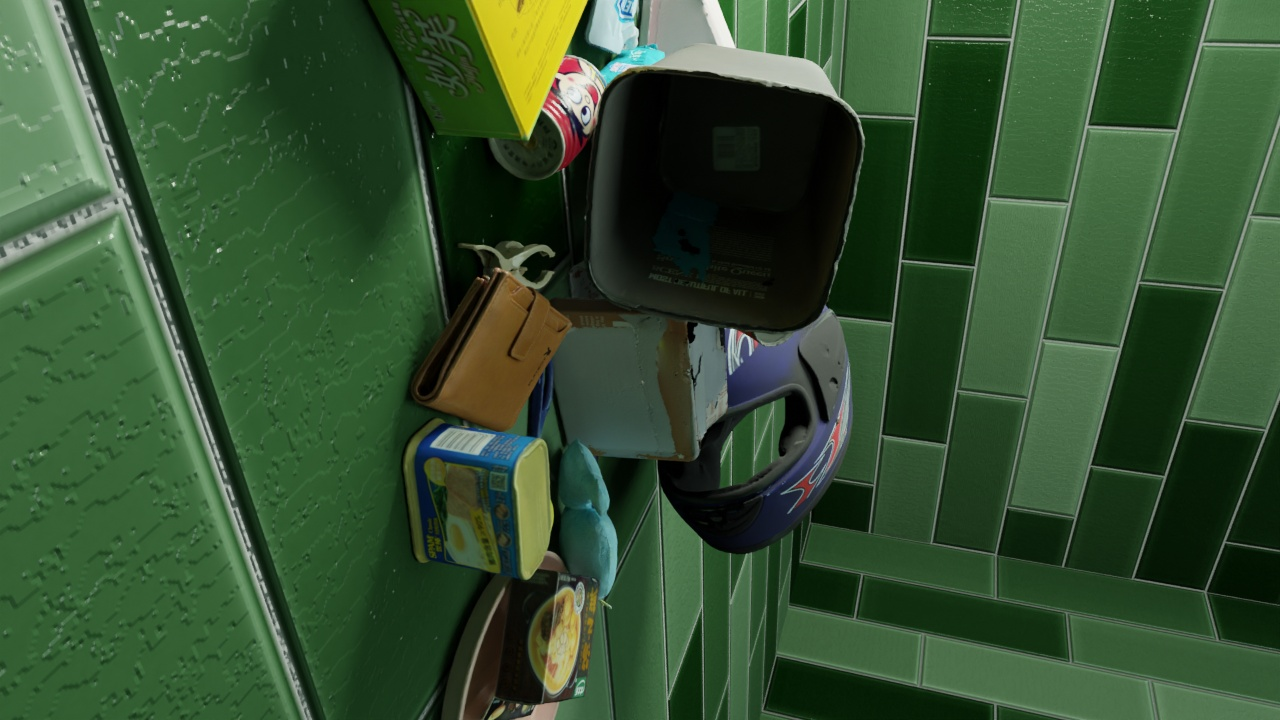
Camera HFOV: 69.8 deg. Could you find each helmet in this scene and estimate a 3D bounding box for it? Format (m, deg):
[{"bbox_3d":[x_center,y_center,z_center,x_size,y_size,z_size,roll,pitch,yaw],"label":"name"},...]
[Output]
[{"bbox_3d":[0.106,0.031,1.058,0.240,0.248,0.314,53,43,-27],"label":"helmet"}]

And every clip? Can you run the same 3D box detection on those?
[{"bbox_3d":[-0.101,-0.067,0.684,0.099,0.035,0.070,-28,125,-64],"label":"clip"}]

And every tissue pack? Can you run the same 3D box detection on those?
[{"bbox_3d":[-0.008,-0.240,0.883,0.133,0.050,0.093,-63,153,-49],"label":"tissue pack"}]

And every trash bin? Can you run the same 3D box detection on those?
[{"bbox_3d":[0.074,-0.162,0.776,0.219,0.199,0.199,-70,169,-60],"label":"trash bin"}]

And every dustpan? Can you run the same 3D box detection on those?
[{"bbox_3d":[0.030,-0.349,1.035,0.273,0.139,0.222,71,16,8],"label":"dustpan"}]

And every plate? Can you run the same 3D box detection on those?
[{"bbox_3d":[-0.114,0.279,0.801,0.229,0.028,0.229,9,89,-72],"label":"plate"}]

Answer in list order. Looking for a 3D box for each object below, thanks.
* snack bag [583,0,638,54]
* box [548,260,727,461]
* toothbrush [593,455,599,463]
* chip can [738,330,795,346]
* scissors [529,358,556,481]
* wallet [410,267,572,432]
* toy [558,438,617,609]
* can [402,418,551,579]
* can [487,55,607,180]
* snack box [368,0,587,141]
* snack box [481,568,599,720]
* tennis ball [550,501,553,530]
[{"bbox_3d":[-0.018,-0.373,0.819,0.110,0.039,0.191,-52,147,-75],"label":"snack bag"},{"bbox_3d":[-0.006,0.006,0.851,0.147,0.146,0.181,-36,136,-36],"label":"box"},{"bbox_3d":[-0.052,0.112,0.960,0.017,0.014,0.188,80,21,-77],"label":"toothbrush"},{"bbox_3d":[0.066,-0.085,0.911,0.073,0.217,0.073,-20,125,-31],"label":"chip can"},{"bbox_3d":[-0.097,0.078,0.796,0.162,0.012,0.175,-5,103,-75],"label":"scissors"},{"bbox_3d":[-0.103,-0.004,0.664,0.107,0.031,0.132,-59,161,-4],"label":"wallet"},{"bbox_3d":[-0.050,0.158,0.867,0.162,0.049,0.156,135,-57,-67],"label":"toy"},{"bbox_3d":[-0.110,0.097,0.636,0.057,0.083,0.102,-50,144,-60],"label":"can"},{"bbox_3d":[-0.068,-0.181,0.683,0.093,0.066,0.067,-62,153,-49],"label":"can"},{"bbox_3d":[-0.090,-0.266,0.567,0.158,0.070,0.209,70,32,-57],"label":"snack box"},{"bbox_3d":[-0.081,0.241,0.773,0.113,0.053,0.125,46,48,-68],"label":"snack box"},{"bbox_3d":[-0.100,0.121,0.712,0.065,0.065,0.065,8,89,-73],"label":"tennis ball"}]
